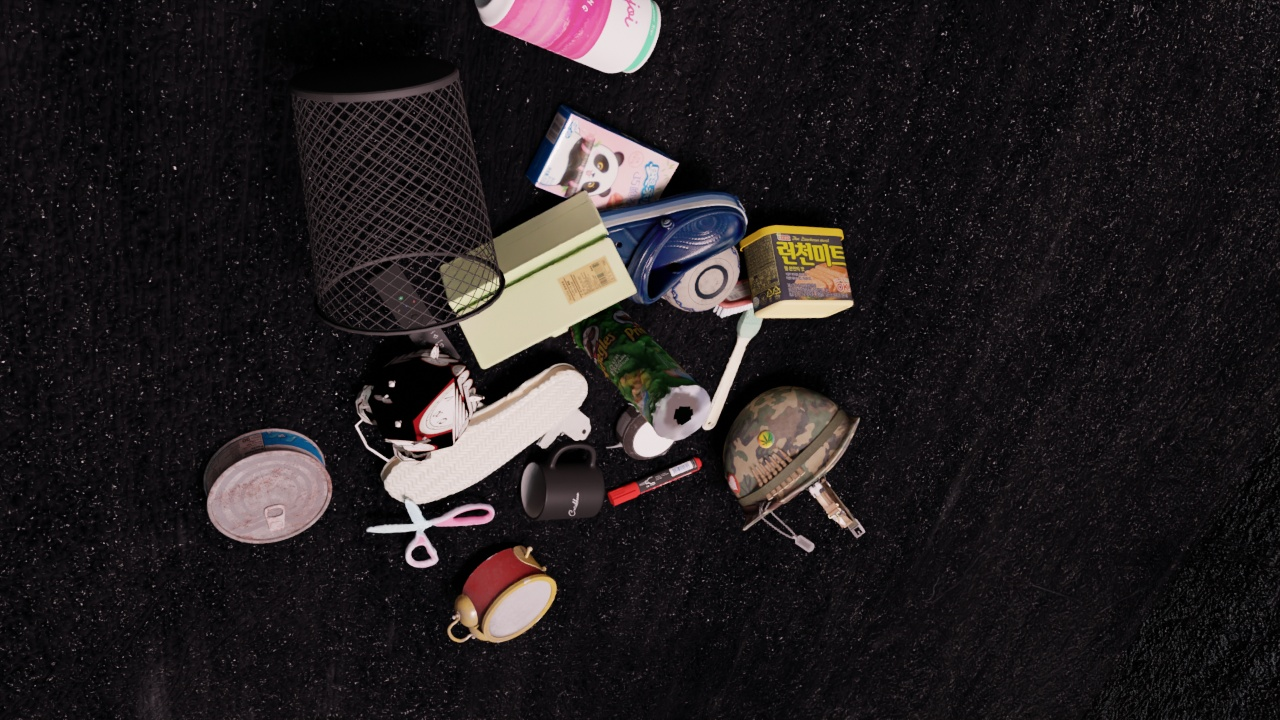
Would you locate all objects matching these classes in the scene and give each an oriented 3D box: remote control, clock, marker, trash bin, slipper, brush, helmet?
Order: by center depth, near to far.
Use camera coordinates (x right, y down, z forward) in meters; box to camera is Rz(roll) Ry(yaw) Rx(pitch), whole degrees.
[{"bbox_3d":[-0.228,-0.159,0.849,0.183,0.184,0.210,-15,123,-22],"label":"trash bin"},{"bbox_3d":[-0.250,-0.046,1.020,0.034,0.013,0.150,-32,133,-7],"label":"remote control"},{"bbox_3d":[-0.258,0.059,1.025,0.155,0.065,0.114,-37,99,18],"label":"clock"},{"bbox_3d":[0.002,-0.117,1.032,0.253,0.095,0.105,-20,150,2],"label":"slipper"},{"bbox_3d":[-0.190,0.084,1.122,0.272,0.054,0.114,-29,136,-4],"label":"slipper"},{"bbox_3d":[0.170,-0.095,1.225,0.172,0.041,0.030,-18,147,-22],"label":"brush"},{"bbox_3d":[0.017,0.095,1.261,0.122,0.044,0.091,11,116,-36],"label":"clock"},{"bbox_3d":[-0.201,0.328,1.270,0.158,0.081,0.117,-38,145,-14],"label":"clock"},{"bbox_3d":[0.129,0.010,1.290,0.033,0.012,0.218,1,122,-31],"label":"brush"},{"bbox_3d":[0.227,0.161,1.307,0.224,0.236,0.192,-58,165,3],"label":"helmet"},{"bbox_3d":[0.023,0.175,1.335,0.144,0.023,0.021,-20,122,-18],"label":"marker"}]

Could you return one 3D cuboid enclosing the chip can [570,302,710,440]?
[{"bbox_3d":[-0.005,0.006,1.061,0.075,0.223,0.076,-16,125,-23],"label":"chip can"}]

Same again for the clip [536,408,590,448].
[{"bbox_3d":[-0.094,0.077,1.186,0.101,0.041,0.054,-55,138,-13],"label":"clip"}]

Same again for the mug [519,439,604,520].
[{"bbox_3d":[-0.099,0.155,1.212,0.087,0.078,0.114,3,116,-33],"label":"mug"}]

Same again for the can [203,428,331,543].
[{"bbox_3d":[-0.418,0.142,1.032,0.129,0.044,0.130,-16,129,-21],"label":"can"}]

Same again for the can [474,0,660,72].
[{"bbox_3d":[-0.068,-0.336,0.870,0.165,0.088,0.088,10,116,-36],"label":"can"}]

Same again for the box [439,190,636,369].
[{"bbox_3d":[-0.114,-0.089,0.975,0.188,0.140,0.048,-25,164,4],"label":"box"}]

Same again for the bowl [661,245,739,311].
[{"bbox_3d":[0.073,-0.110,1.136,0.115,0.059,0.116,-16,129,-21],"label":"bowl"}]

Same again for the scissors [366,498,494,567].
[{"bbox_3d":[-0.274,0.222,1.174,0.170,0.014,0.168,1,135,-40],"label":"scissors"}]

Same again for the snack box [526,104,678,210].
[{"bbox_3d":[-0.041,-0.211,1.014,0.154,0.033,0.088,15,115,-37],"label":"snack box"}]

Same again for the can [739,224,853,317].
[{"bbox_3d":[0.200,-0.111,1.171,0.130,0.101,0.073,-2,167,-30],"label":"can"}]
